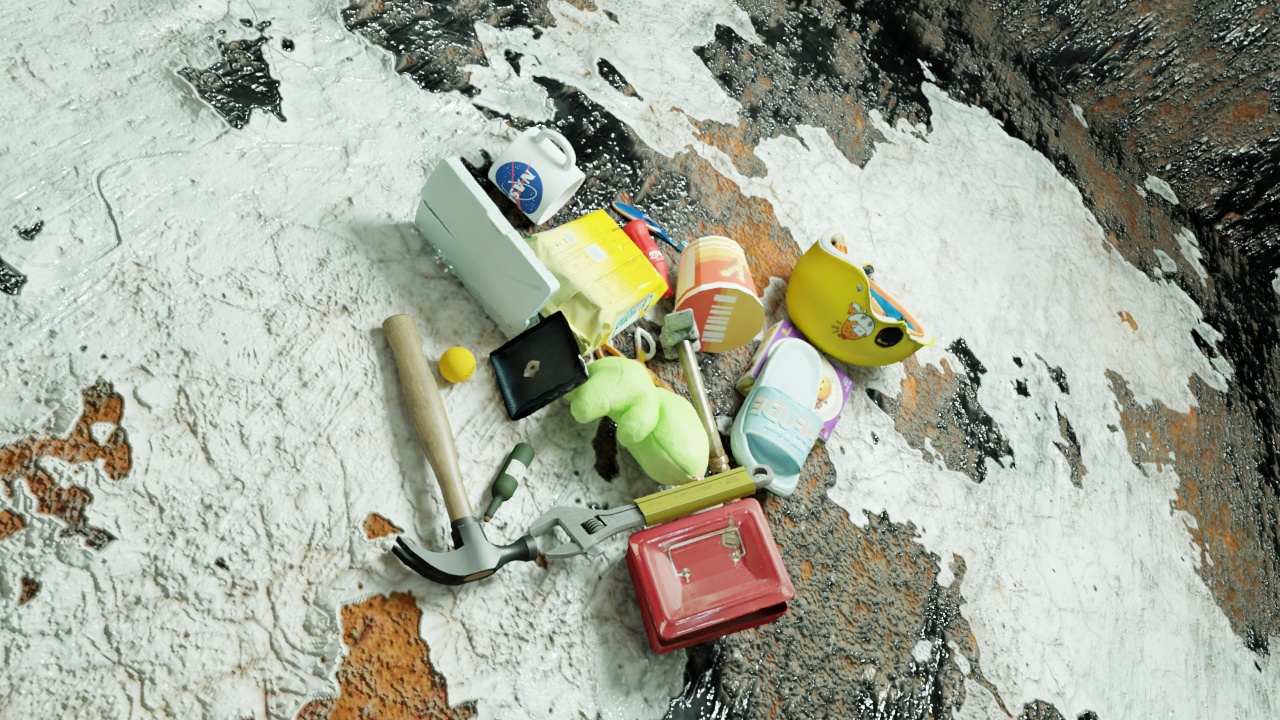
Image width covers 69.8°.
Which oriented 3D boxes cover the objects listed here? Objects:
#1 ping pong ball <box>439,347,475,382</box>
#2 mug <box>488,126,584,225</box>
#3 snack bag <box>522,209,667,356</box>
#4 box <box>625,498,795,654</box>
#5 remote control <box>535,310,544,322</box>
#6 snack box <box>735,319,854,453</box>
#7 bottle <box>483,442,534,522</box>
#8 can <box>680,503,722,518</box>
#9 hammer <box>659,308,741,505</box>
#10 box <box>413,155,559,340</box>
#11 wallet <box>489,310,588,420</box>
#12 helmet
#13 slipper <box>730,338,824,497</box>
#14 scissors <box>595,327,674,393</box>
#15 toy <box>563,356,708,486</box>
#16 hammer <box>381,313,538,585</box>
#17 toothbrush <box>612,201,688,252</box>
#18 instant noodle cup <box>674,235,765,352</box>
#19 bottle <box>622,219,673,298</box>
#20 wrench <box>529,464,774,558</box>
[{"bbox_3d":[-0.205,0.005,1.025,0.040,0.040,0.040,19,52,-25],"label":"ping pong ball"},{"bbox_3d":[-0.128,-0.249,1.195,0.090,0.122,0.090,45,44,-3],"label":"mug"},{"bbox_3d":[-0.061,-0.110,1.153,0.159,0.068,0.246,47,29,1],"label":"snack bag"},{"bbox_3d":[0.072,0.237,1.002,0.157,0.093,0.129,-14,66,-8],"label":"box"},{"bbox_3d":[-0.123,-0.091,1.172,0.045,0.008,0.146,-1,62,-37],"label":"remote control"},{"bbox_3d":[0.223,0.035,1.316,0.148,0.041,0.143,42,46,-5],"label":"snack box"},{"bbox_3d":[-0.145,0.133,0.993,0.025,0.025,0.105,36,46,-11],"label":"bottle"},{"bbox_3d":[0.091,0.221,1.085,0.054,0.054,0.135,-7,66,-39],"label":"can"},{"bbox_3d":[0.086,0.087,1.152,0.049,0.121,0.318,-16,76,-2],"label":"hammer"},{"bbox_3d":[-0.186,-0.122,1.058,0.197,0.135,0.040,52,44,5],"label":"box"},{"bbox_3d":[-0.116,0.006,1.044,0.026,0.115,0.089,14,51,-61],"label":"wallet"},{"bbox_3d":[0.314,-0.069,1.382,0.240,0.140,0.208,41,21,-21],"label":"helmet"},{"bbox_3d":[0.191,0.063,1.200,0.104,0.074,0.244,32,53,-11],"label":"slipper"},{"bbox_3d":[-0.002,0.004,1.194,0.125,0.011,0.127,38,46,-8],"label":"scissors"},{"bbox_3d":[0.008,0.070,1.078,0.196,0.107,0.150,30,6,-16],"label":"toy"},{"bbox_3d":[-0.218,0.083,0.958,0.132,0.040,0.305,-9,63,-30],"label":"hammer"},{"bbox_3d":[0.017,-0.195,1.339,0.135,0.017,0.021,31,45,-16],"label":"toothbrush"},{"bbox_3d":[0.103,-0.098,1.271,0.123,0.124,0.120,21,43,-23],"label":"instant noodle cup"},{"bbox_3d":[0.014,-0.141,1.285,0.036,0.036,0.119,-13,70,-41],"label":"bottle"},{"bbox_3d":[0.016,0.159,0.998,0.273,0.018,0.083,-16,36,-11],"label":"wrench"}]
